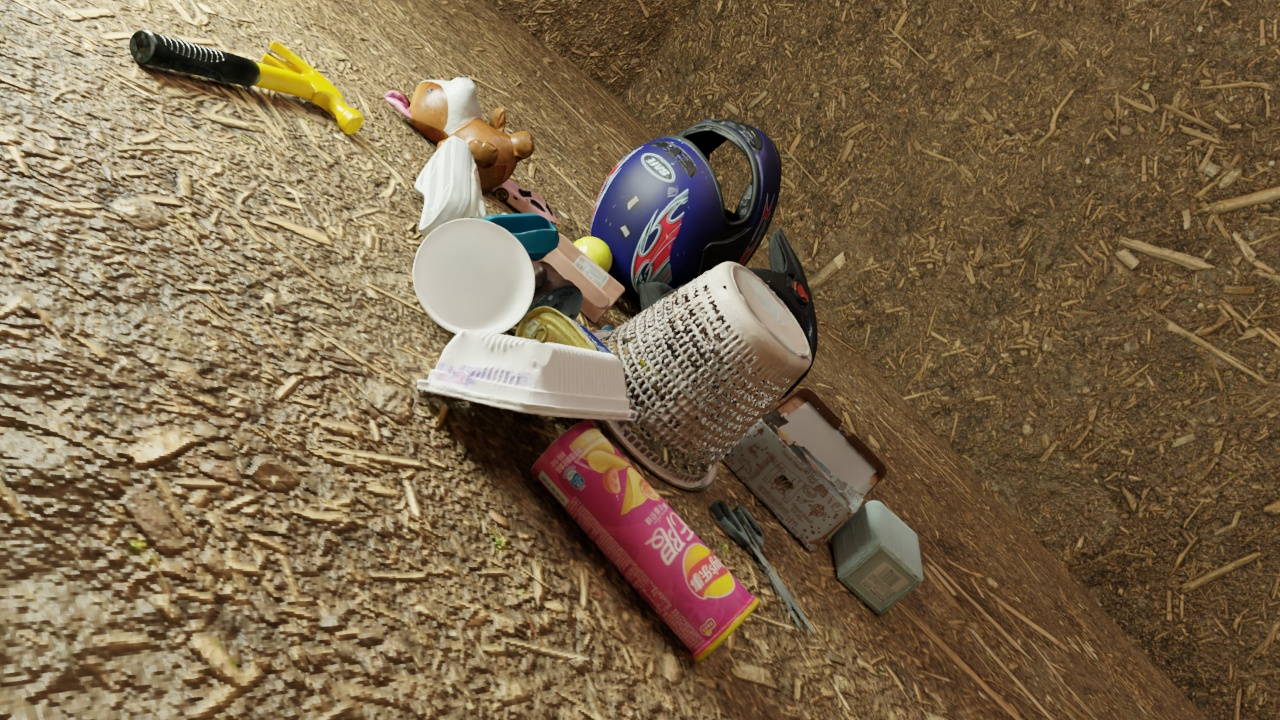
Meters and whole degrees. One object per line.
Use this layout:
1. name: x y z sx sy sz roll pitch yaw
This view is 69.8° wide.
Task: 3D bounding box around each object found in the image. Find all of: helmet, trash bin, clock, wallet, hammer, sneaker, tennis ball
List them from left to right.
1. hammer: -0.423 -0.310 0.990 0.129 0.033 0.300 44 16 5
2. sneaker: -0.210 -0.191 1.093 0.090 0.090 0.242 36 18 -30
3. clock: -0.117 -0.068 1.013 0.055 0.082 0.121 47 15 28
4. tennis ball: -0.074 -0.149 1.348 0.065 0.065 0.065 39 17 -14
5. wallet: -0.007 0.007 1.179 0.090 0.033 0.115 35 22 -29
6. helmet: 0.056 -0.230 1.417 0.247 0.316 0.239 44 28 29
7. trash bin: 0.075 0.002 1.039 0.227 0.192 0.227 39 25 -23
8. helmet: 0.129 -0.043 1.268 0.274 0.234 0.230 0 69 -69

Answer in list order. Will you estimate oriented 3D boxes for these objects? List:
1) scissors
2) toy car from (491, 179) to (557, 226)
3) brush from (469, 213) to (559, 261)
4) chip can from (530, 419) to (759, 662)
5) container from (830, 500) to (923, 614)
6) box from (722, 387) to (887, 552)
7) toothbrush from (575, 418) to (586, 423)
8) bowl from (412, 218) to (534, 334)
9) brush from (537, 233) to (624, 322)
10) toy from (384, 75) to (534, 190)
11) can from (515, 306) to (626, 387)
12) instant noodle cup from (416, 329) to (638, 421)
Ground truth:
1. scissors: 0.130 0.220 1.003 0.156 0.014 0.168 41 19 -14
2. toy car: -0.177 -0.243 1.398 0.122 0.037 0.056 35 16 -21
3. brush: -0.133 -0.130 0.992 0.074 0.055 0.143 7 12 25
4. chip can: 0.002 0.147 0.768 0.210 0.071 0.071 47 17 12
5. container: 0.307 0.257 1.190 0.090 0.090 0.111 42 20 -5
6. box: 0.235 0.142 1.270 0.178 0.105 0.260 47 17 11
7. toothbrush: -0.056 0.074 0.919 0.018 0.016 0.181 42 16 -26
8. bowl: -0.170 -0.074 0.909 0.118 0.118 0.065 40 -22 -10
9. brush: -0.094 -0.121 1.233 0.145 0.063 0.073 42 6 -1
10. toy: -0.259 -0.342 1.323 0.199 0.131 0.139 41 35 18
11. can: -0.073 0.001 0.941 0.049 0.075 0.148 28 10 -45
12. instant noodle cup: -0.089 0.012 0.795 0.138 0.060 0.173 9 1 28
